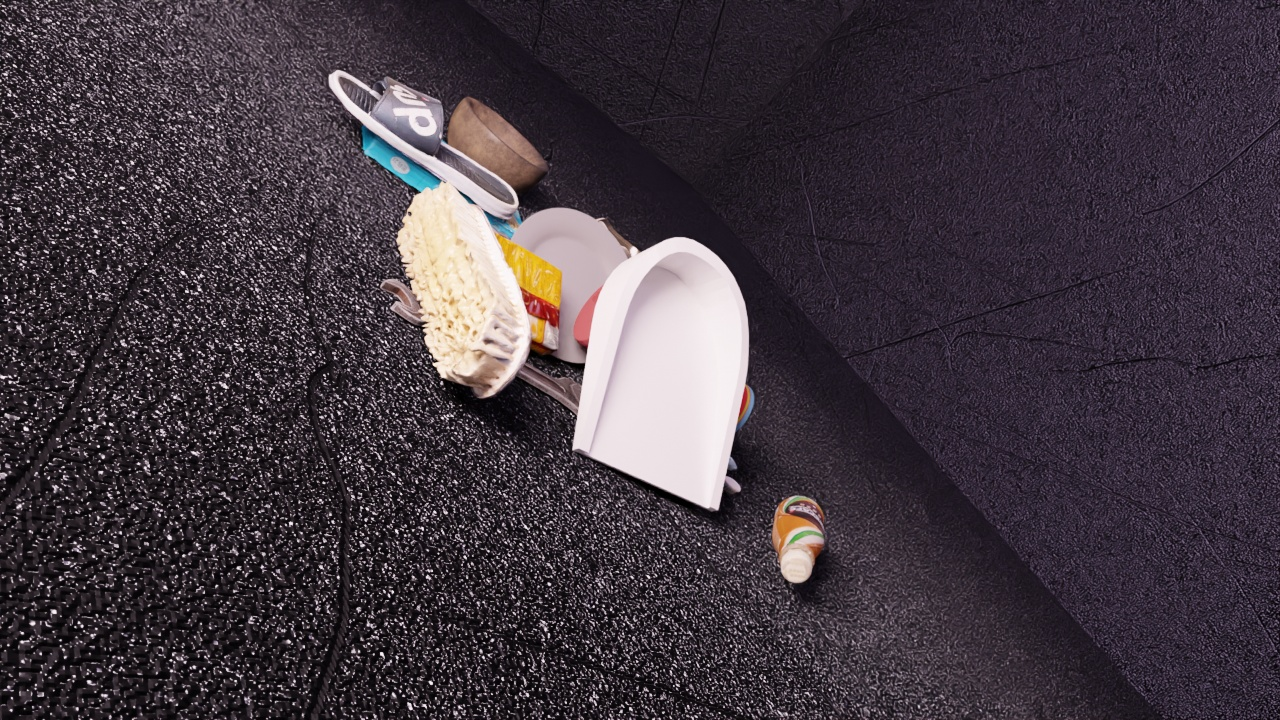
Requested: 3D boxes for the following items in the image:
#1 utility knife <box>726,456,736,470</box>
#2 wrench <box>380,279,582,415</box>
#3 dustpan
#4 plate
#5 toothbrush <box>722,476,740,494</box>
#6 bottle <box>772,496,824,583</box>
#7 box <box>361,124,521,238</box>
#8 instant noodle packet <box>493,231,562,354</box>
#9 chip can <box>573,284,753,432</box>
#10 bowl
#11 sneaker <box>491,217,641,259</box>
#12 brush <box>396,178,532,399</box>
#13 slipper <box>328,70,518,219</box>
[{"bbox_3d":[0.064,0.097,1.122,0.141,0.015,0.022,34,18,-26],"label":"utility knife"},{"bbox_3d":[-0.131,-0.002,0.878,0.273,0.010,0.070,33,18,-36],"label":"wrench"},{"bbox_3d":[0.038,0.000,0.942,0.191,0.053,0.257,28,56,-35],"label":"dustpan"},{"bbox_3d":[-0.078,-0.084,1.034,0.178,0.012,0.178,10,74,-37],"label":"plate"},{"bbox_3d":[0.033,0.082,1.059,0.222,0.027,0.027,42,49,-11],"label":"toothbrush"},{"bbox_3d":[0.178,0.205,1.041,0.059,0.059,0.167,45,15,1],"label":"bottle"},{"bbox_3d":[-0.251,-0.242,1.172,0.226,0.039,0.181,33,20,-33],"label":"box"},{"bbox_3d":[-0.127,-0.066,0.936,0.135,0.040,0.098,26,63,-50],"label":"instant noodle packet"},{"bbox_3d":[0.029,0.003,1.037,0.213,0.087,0.087,39,16,-28],"label":"chip can"},{"bbox_3d":[-0.220,-0.312,1.371,0.162,0.070,0.162,41,15,-14],"label":"bowl"},{"bbox_3d":[-0.100,-0.128,1.095,0.234,0.120,0.095,28,21,-39],"label":"sneaker"},{"bbox_3d":[-0.157,-0.070,0.808,0.056,0.083,0.271,32,19,-38],"label":"brush"},{"bbox_3d":[-0.240,-0.265,1.078,0.263,0.063,0.111,37,18,-32],"label":"slipper"}]
